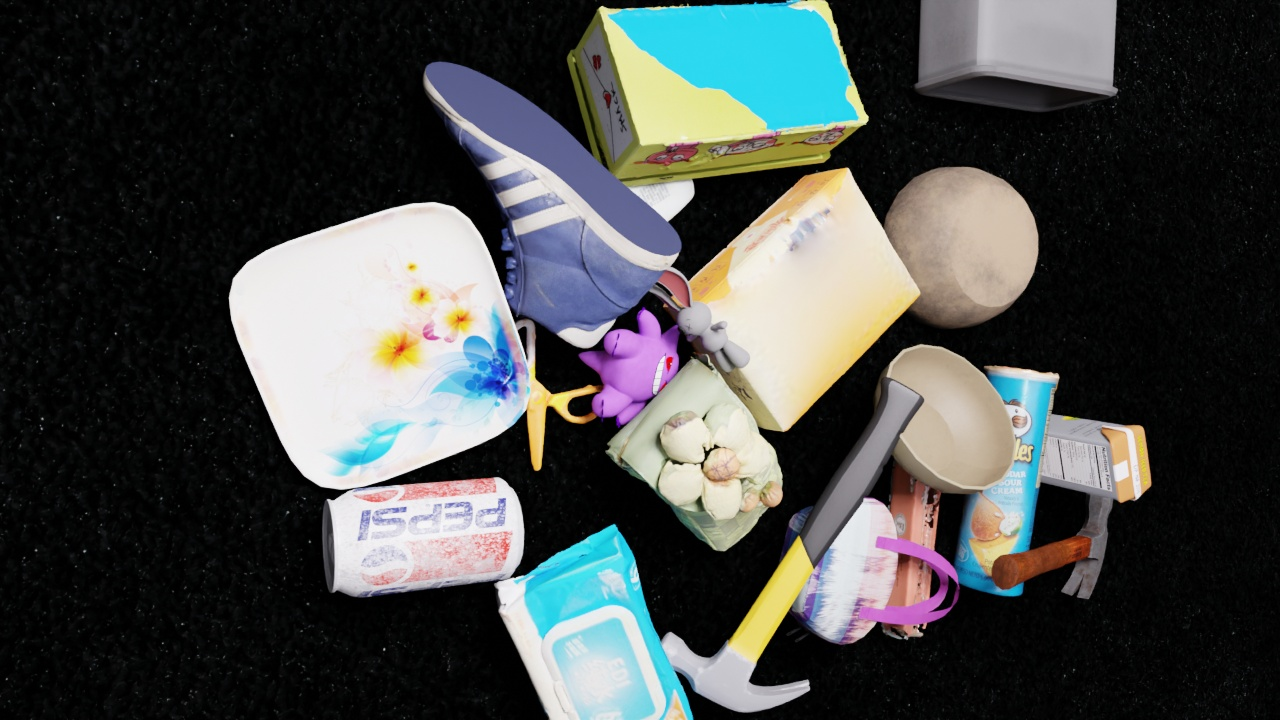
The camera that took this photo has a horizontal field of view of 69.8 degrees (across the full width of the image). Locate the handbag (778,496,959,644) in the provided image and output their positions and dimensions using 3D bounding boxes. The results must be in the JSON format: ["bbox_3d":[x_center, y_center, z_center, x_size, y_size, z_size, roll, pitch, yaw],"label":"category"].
[{"bbox_3d":[0.222,0.205,0.867,0.170,0.068,0.144,14,88,-15],"label":"handbag"}]

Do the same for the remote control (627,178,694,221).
[{"bbox_3d":[-0.007,-0.132,0.764,0.114,0.028,0.060,-35,107,-19],"label":"remote control"}]

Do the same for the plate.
[{"bbox_3d":[-0.188,-0.011,0.679,0.187,0.016,0.187,-21,104,-12],"label":"plate"}]

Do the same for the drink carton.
[{"bbox_3d":[0.458,0.098,0.956,0.048,0.125,0.076,-19,103,-23],"label":"drink carton"}]

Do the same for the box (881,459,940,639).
[{"bbox_3d":[0.278,0.187,0.925,0.057,0.060,0.187,0,97,-58],"label":"box"}]

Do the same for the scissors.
[{"bbox_3d":[-0.085,0.026,0.750,0.125,0.011,0.130,-11,97,-26],"label":"scissors"}]

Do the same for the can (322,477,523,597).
[{"bbox_3d":[-0.162,0.131,0.685,0.136,0.078,0.078,-1,95,-26],"label":"can"}]

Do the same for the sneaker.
[{"bbox_3d":[-0.089,-0.111,0.707,0.233,0.119,0.091,38,34,5],"label":"sneaker"}]

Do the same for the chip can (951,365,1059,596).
[{"bbox_3d":[0.375,0.121,0.947,0.079,0.080,0.229,9,91,-26],"label":"chip can"}]

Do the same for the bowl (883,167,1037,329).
[{"bbox_3d":[0.321,-0.110,0.902,0.162,0.070,0.162,-2,96,-26],"label":"bowl"}]

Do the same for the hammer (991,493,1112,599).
[{"bbox_3d":[0.427,0.201,0.944,0.300,0.028,0.111,5,93,-49],"label":"hammer"}]

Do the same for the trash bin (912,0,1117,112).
[{"bbox_3d":[0.367,-0.368,0.887,0.191,0.098,0.220,-1,94,-26],"label":"trash bin"}]

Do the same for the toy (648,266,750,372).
[{"bbox_3d":[0.043,-0.033,0.732,0.111,0.049,0.030,45,58,-17],"label":"toy"}]

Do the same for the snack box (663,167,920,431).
[{"bbox_3d":[0.142,-0.055,0.814,0.195,0.081,0.145,-43,110,-16],"label":"snack box"}]

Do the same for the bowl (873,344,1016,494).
[{"bbox_3d":[0.286,0.063,0.891,0.152,0.051,0.152,12,57,-20],"label":"bowl"}]

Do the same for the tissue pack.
[{"bbox_3d":[-0.034,0.249,0.757,0.117,0.066,0.209,-22,107,-6],"label":"tissue pack"}]

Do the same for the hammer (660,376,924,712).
[{"bbox_3d":[0.148,0.161,0.800,0.127,0.029,0.323,33,92,8],"label":"hammer"}]

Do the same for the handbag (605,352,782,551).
[{"bbox_3d":[0.066,0.089,0.760,0.113,0.117,0.186,-47,129,-7],"label":"handbag"}]

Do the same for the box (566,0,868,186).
[{"bbox_3d":[0.065,-0.219,0.748,0.220,0.082,0.124,-14,82,-27],"label":"box"}]

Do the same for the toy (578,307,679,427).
[{"bbox_3d":[-0.004,0.005,0.762,0.088,0.056,0.106,-2,113,-36],"label":"toy"}]
